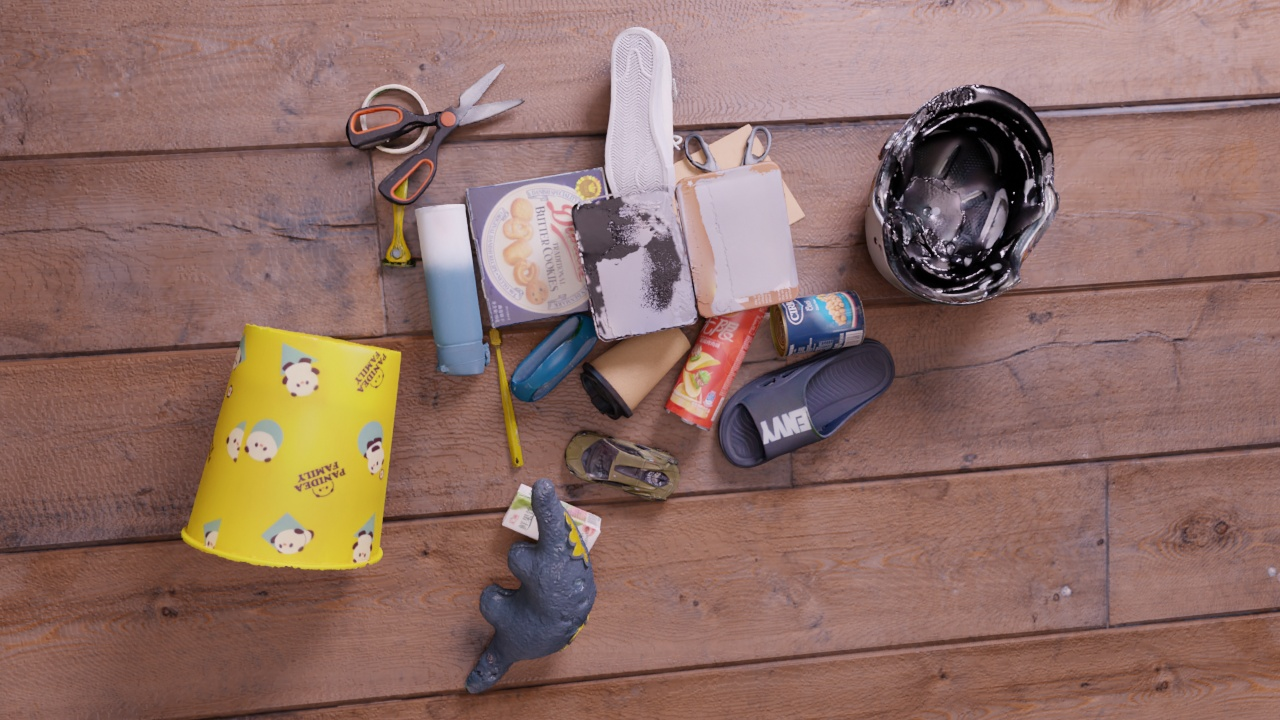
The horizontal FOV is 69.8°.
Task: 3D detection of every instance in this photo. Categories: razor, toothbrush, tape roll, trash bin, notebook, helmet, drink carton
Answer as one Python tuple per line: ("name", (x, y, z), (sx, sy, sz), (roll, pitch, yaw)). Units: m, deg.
("razor", (-0.309, -0.187, 1.178), (0.043, 0.028, 0.132), (3, 93, -3))
("toothbrush", (-0.178, 0.049, 1.218), (0.015, 0.016, 0.190), (-9, 97, -4))
("tape roll", (-0.313, -0.307, 1.170), (0.086, 0.014, 0.086), (-1, 96, -6))
("trash bin", (-0.403, 0.098, 1.105), (0.229, 0.230, 0.255), (11, 89, -7))
("notebook", (0.087, -0.200, 1.204), (0.211, 0.012, 0.149), (-29, 81, -2))
("helmet", (0.393, -0.197, 1.181), (0.230, 0.157, 0.274), (18, 83, -5))
("drink carton", (-0.117, 0.215, 1.226), (0.122, 0.045, 0.054), (25, 105, -6))

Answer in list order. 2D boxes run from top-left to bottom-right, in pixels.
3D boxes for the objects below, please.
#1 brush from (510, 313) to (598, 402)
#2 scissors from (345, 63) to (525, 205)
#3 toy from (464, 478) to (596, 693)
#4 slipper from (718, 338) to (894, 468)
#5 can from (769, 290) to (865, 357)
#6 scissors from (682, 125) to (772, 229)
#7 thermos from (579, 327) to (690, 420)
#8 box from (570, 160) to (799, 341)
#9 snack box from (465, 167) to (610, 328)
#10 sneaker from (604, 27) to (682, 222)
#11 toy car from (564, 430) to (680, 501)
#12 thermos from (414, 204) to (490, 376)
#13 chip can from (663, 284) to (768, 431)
("brush", (-0.111, -0.002, 1.191), (0.144, 0.073, 0.055), (-45, 103, -1))
("scissors", (-0.257, -0.285, 1.161), (0.224, 0.022, 0.204), (1, 93, -9))
("toy", (-0.133, 0.310, 1.191), (0.138, 0.091, 0.357), (19, 114, -12))
("slipper", (0.226, 0.053, 1.227), (0.268, 0.083, 0.110), (-28, 96, -4))
("can", (0.235, -0.050, 1.219), (0.111, 0.075, 0.075), (-9, 96, -5))
("scissors", (0.116, -0.232, 1.195), (0.159, 0.014, 0.181), (28, 83, 8))
("thermos", (-0.007, 0.007, 1.199), (0.143, 0.093, 0.093), (-41, 98, -9))
("box", (0.059, -0.135, 1.127), (0.261, 0.082, 0.177), (-11, 102, 2))
("snack box", (-0.121, -0.147, 1.190), (0.182, 0.046, 0.178), (-11, 97, -4))
("sneaker", (0.005, -0.296, 1.174), (0.089, 0.090, 0.242), (3, 108, 15))
("toy car", (-0.025, 0.142, 1.232), (0.158, 0.042, 0.070), (16, 93, -4))
("thermos", (-0.240, -0.088, 1.176), (0.070, 0.070, 0.220), (-8, 97, -5))
("chip can", (0.107, -0.016, 1.213), (0.073, 0.073, 0.216), (24, 93, -8))
